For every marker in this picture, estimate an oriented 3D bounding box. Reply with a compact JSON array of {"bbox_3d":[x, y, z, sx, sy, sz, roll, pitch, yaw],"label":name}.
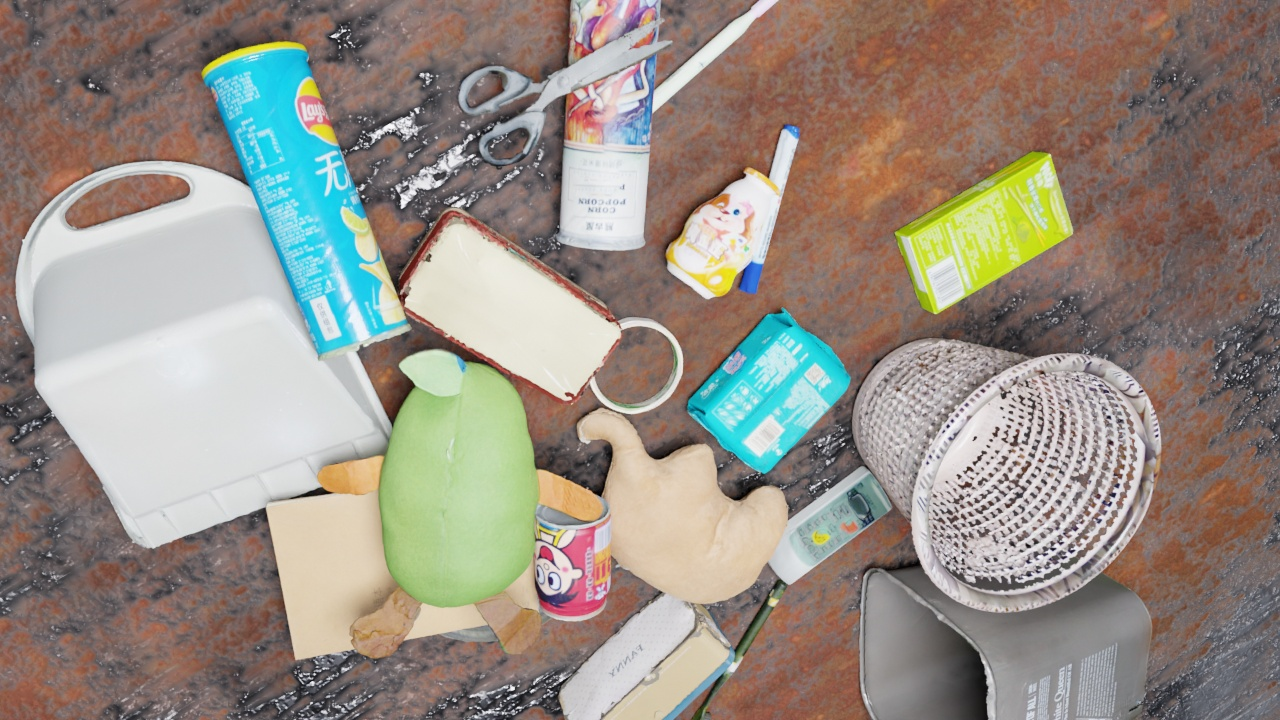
[{"bbox_3d":[0.111,-0.129,0.792,0.017,0.017,0.146,9,106,-18],"label":"marker"}]

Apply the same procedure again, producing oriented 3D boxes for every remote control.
[{"bbox_3d":[0.183,0.165,0.911,0.135,0.019,0.056,-36,114,-2],"label":"remote control"}]

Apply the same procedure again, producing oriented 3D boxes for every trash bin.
[{"bbox_3d":[0.297,0.075,0.817,0.227,0.192,0.228,-5,109,-14],"label":"trash bin"},{"bbox_3d":[0.366,0.301,0.922,0.219,0.198,0.199,-10,111,-18],"label":"trash bin"}]

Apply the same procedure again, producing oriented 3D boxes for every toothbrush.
[{"bbox_3d":[0.064,-0.258,0.734,0.189,0.029,0.020,-42,155,3],"label":"toothbrush"},{"bbox_3d":[0.102,0.304,0.940,0.017,0.012,0.186,24,100,-28],"label":"toothbrush"}]

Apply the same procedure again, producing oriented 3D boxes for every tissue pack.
[{"bbox_3d":[0.117,0.027,0.828,0.133,0.050,0.093,-46,112,2],"label":"tissue pack"}]

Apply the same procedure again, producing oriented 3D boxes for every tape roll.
[{"bbox_3d":[-0.005,0.005,0.806,0.085,0.014,0.086,-5,109,-14],"label":"tape roll"}]

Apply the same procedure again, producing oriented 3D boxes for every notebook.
[{"bbox_3d":[-0.195,0.172,0.784,0.211,0.012,0.150,-7,110,-14],"label":"notebook"}]

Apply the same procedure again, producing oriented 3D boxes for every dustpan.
[{"bbox_3d":[-0.340,-0.011,0.709,0.222,0.142,0.258,-19,142,-9],"label":"dustpan"}]

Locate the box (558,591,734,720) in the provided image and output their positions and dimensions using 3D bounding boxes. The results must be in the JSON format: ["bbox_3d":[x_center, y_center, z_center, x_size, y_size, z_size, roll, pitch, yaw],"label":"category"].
[{"bbox_3d":[-0.002,0.303,0.869,0.184,0.089,0.061,-45,115,5],"label":"box"}]

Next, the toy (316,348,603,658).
[{"bbox_3d":[-0.143,0.113,0.723,0.227,0.090,0.247,5,95,-5],"label":"toy"}]

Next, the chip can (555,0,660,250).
[{"bbox_3d":[-0.024,-0.196,0.701,0.071,0.071,0.215,0,107,-16],"label":"chip can"}]

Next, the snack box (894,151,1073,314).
[{"bbox_3d":[0.319,-0.118,0.849,0.156,0.026,0.086,-31,114,-4],"label":"snack box"}]

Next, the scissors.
[{"bbox_3d":[-0.062,-0.208,0.667,0.146,0.014,0.172,36,117,10],"label":"scissors"}]

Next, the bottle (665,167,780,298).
[{"bbox_3d":[0.071,-0.107,0.763,0.063,0.063,0.108,34,96,-23],"label":"bottle"}]

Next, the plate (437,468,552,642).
[{"bbox_3d":[-0.133,0.171,0.822,0.179,0.024,0.179,-5,109,-16],"label":"plate"}]

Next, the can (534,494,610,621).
[{"bbox_3d":[-0.059,0.169,0.793,0.066,0.066,0.094,-4,109,-15],"label":"can"}]

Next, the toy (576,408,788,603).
[{"bbox_3d":[0.025,0.136,0.829,0.226,0.082,0.143,33,93,-20],"label":"toy"}]

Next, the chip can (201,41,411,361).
[{"bbox_3d":[-0.232,-0.109,0.647,0.071,0.071,0.210,-21,99,-8],"label":"chip can"}]

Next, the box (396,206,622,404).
[{"bbox_3d":[-0.101,-0.042,0.727,0.168,0.080,0.091,33,98,-23],"label":"box"}]
